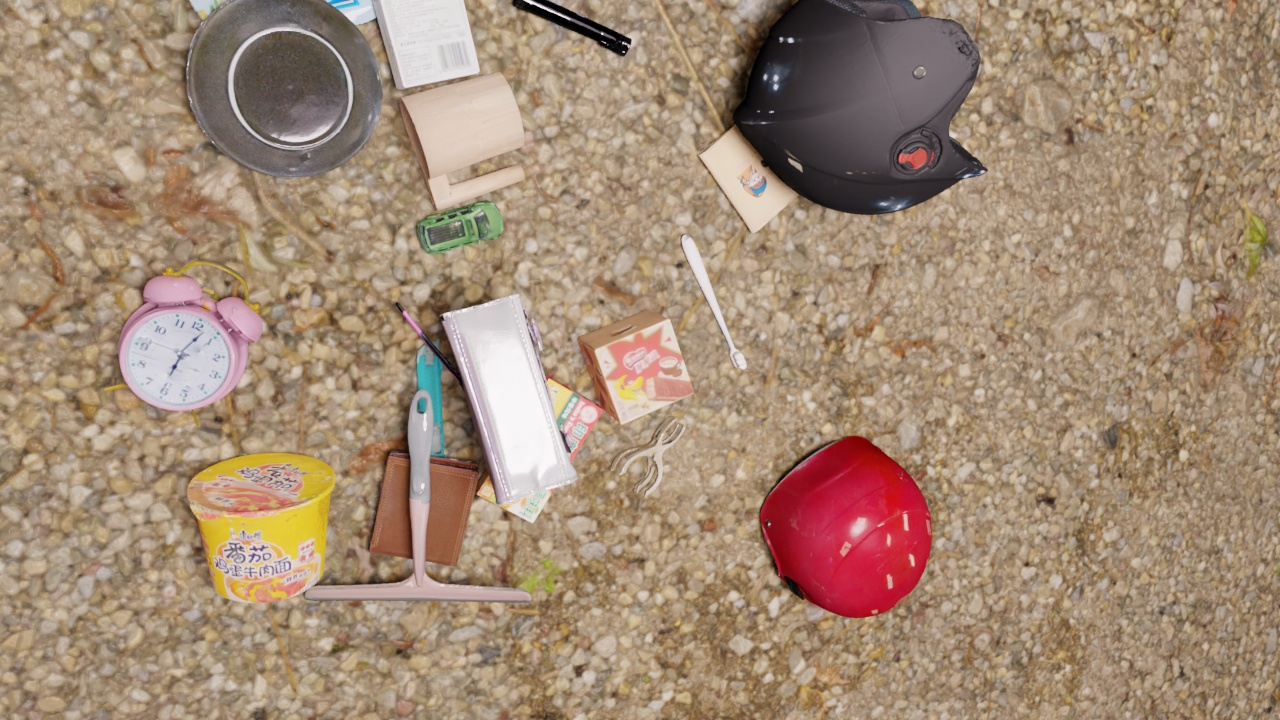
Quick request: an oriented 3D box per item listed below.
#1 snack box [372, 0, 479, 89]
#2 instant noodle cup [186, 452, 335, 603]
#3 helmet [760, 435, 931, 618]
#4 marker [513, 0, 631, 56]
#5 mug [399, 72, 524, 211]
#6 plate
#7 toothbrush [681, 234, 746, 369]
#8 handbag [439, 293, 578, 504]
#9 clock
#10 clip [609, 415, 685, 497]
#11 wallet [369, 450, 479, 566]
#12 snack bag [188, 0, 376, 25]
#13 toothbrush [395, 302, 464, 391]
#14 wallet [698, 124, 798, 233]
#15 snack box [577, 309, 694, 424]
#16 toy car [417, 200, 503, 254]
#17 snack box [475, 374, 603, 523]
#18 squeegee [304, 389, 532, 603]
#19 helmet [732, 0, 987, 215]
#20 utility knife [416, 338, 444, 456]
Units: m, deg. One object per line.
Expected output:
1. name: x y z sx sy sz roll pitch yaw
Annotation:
1. snack box: -0.219 -0.355 0.906 0.084 0.027 0.157 -22 111 -27
2. instant noodle cup: -0.379 0.170 0.928 0.138 0.138 0.110 -1 109 -18
3. helmet: 0.279 0.230 1.149 0.206 0.144 0.240 -31 110 -12
4. marker: -0.071 -0.358 0.972 0.132 0.020 0.022 18 81 -21
5. mug: -0.177 -0.223 0.941 0.103 0.084 0.125 -22 131 -14
6. plate: -0.336 -0.261 0.880 0.179 0.024 0.180 -13 119 -24
7. toothbrush: 0.088 -0.067 1.087 0.016 0.016 0.180 -29 109 -13
8. handbag: -0.137 0.038 0.951 0.098 0.145 0.197 -17 94 -16
9. clock: -0.441 -0.022 0.900 0.117 0.060 0.158 27 90 -22
10. clip: 0.017 0.122 1.097 0.103 0.035 0.093 -28 105 -19
11. wallet: -0.240 0.164 1.014 0.101 0.032 0.125 12 102 -12
12. snack bag: -0.326 -0.358 0.880 0.190 0.039 0.110 -35 106 -12
13. toothbrush: -0.205 0.008 0.999 0.017 0.014 0.189 -42 118 -17
14. wallet: 0.132 -0.219 1.066 0.087 0.024 0.115 -41 109 -8
15. snack box: -0.006 0.006 1.039 0.092 0.077 0.094 -22 107 -12
16. toy car: -0.189 -0.140 0.972 0.091 0.036 0.043 -20 105 -17
17. snack box: -0.117 0.101 1.050 0.077 0.027 0.156 32 91 -21
18. squeegee: -0.235 0.154 0.977 0.247 0.040 0.250 2 104 -7
19. helmet: 0.240 -0.269 0.983 0.231 0.233 0.274 -38 109 21
20. utility knife: -0.229 0.083 1.017 0.029 0.013 0.217 -4 103 -16
